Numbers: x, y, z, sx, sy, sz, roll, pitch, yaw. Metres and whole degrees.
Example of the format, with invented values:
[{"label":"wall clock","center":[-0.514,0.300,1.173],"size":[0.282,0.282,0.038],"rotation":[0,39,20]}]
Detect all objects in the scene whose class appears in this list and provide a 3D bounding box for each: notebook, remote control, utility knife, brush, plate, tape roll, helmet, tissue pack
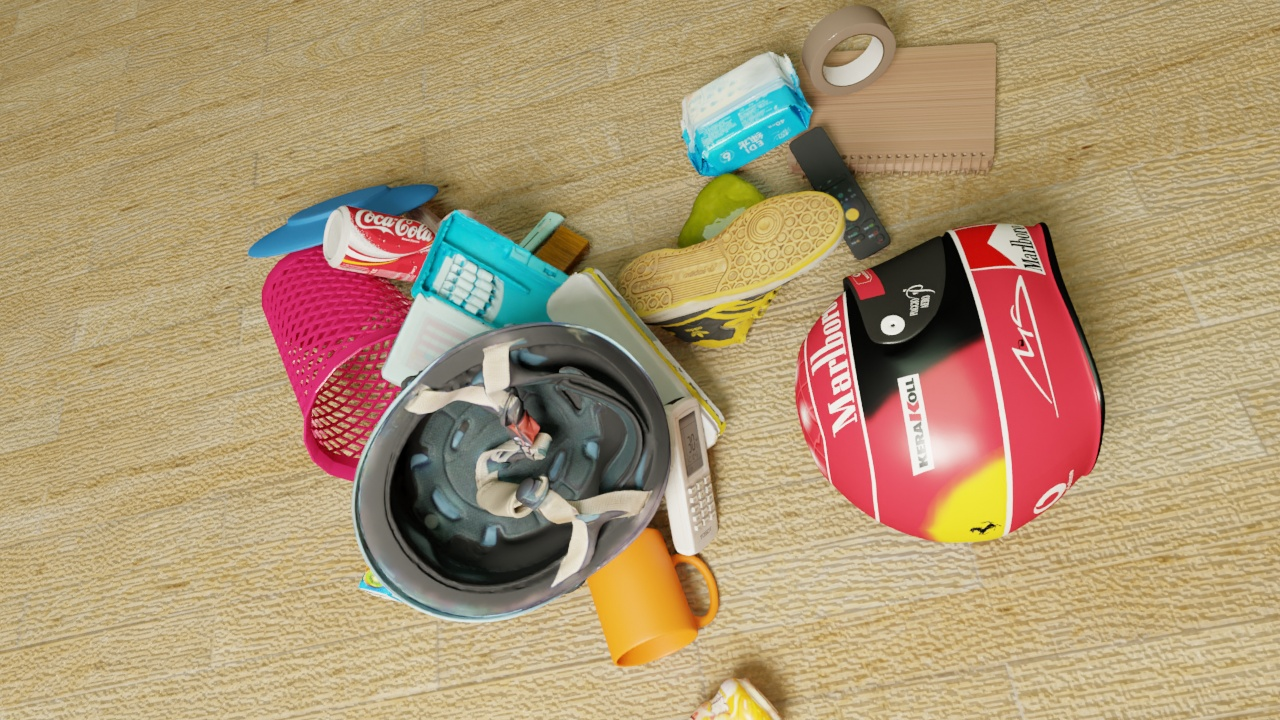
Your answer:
[{"label":"notebook","center":[0.272,-0.270,0.998],"size":[0.211,0.022,0.168],"rotation":[3,65,18]},{"label":"remote control","center":[0.041,0.103,0.825],"size":[0.025,0.060,0.138],"rotation":[-6,98,28]},{"label":"remote control","center":[0.207,-0.174,0.955],"size":[0.041,0.020,0.152],"rotation":[-29,73,9]},{"label":"utility knife","center":[-0.134,-0.124,1.053],"size":[0.022,0.015,0.120],"rotation":[39,83,27]},{"label":"brush","center":[-0.110,-0.092,1.026],"size":[0.048,0.017,0.126],"rotation":[33,77,28]},{"label":"plate","center":[-0.343,-0.171,1.053],"size":[0.224,0.024,0.224],"rotation":[-15,21,6]},{"label":"tape roll","center":[0.221,-0.329,0.976],"size":[0.094,0.094,0.030],"rotation":[-19,59,7]},{"label":"helmet","center":[-0.111,0.090,0.776],"size":[0.265,0.167,0.225],"rotation":[-38,100,-12]},{"label":"tissue pack","center":[0.112,-0.269,1.014],"size":[0.145,0.061,0.092],"rotation":[-26,60,18]},{"label":"helmet","center":[0.242,0.018,0.764],"size":[0.225,0.198,0.270],"rotation":[-9,54,12]}]

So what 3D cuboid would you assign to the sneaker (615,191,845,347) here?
[{"label":"sneaker","center":[0.103,-0.077,0.879],"size":[0.239,0.122,0.086],"rotation":[-16,64,33]}]

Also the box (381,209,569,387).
[{"label":"box","center":[-0.119,-0.014,0.891],"size":[0.039,0.226,0.181],"rotation":[-16,50,57]}]

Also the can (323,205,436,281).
[{"label":"can","center":[-0.265,-0.118,0.943],"size":[0.064,0.104,0.064],"rotation":[-13,74,51]}]

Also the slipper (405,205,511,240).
[{"label":"slipper","center":[-0.181,-0.124,1.006],"size":[0.064,0.094,0.239],"rotation":[-50,49,2]}]

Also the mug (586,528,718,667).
[{"label":"mug","center":[0.015,0.206,0.815],"size":[0.112,0.078,0.096],"rotation":[-10,58,-20]}]

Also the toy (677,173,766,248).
[{"label":"toy","center":[0.082,-0.146,0.977],"size":[0.110,0.051,0.090],"rotation":[-46,58,-5]}]

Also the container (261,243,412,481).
[{"label":"container","center":[-0.301,-0.015,0.966],"size":[0.183,0.183,0.226],"rotation":[-40,53,-6]}]

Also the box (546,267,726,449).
[{"label":"box","center":[-0.006,0.006,0.872],"size":[0.210,0.066,0.044],"rotation":[50,41,3]}]

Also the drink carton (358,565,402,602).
[{"label":"drink carton","center":[-0.238,0.174,0.920],"size":[0.044,0.038,0.128],"rotation":[7,66,20]}]

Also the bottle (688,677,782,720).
[{"label":"bottle","center":[0.063,0.313,0.748],"size":[0.108,0.063,0.063],"rotation":[-43,60,-6]}]
